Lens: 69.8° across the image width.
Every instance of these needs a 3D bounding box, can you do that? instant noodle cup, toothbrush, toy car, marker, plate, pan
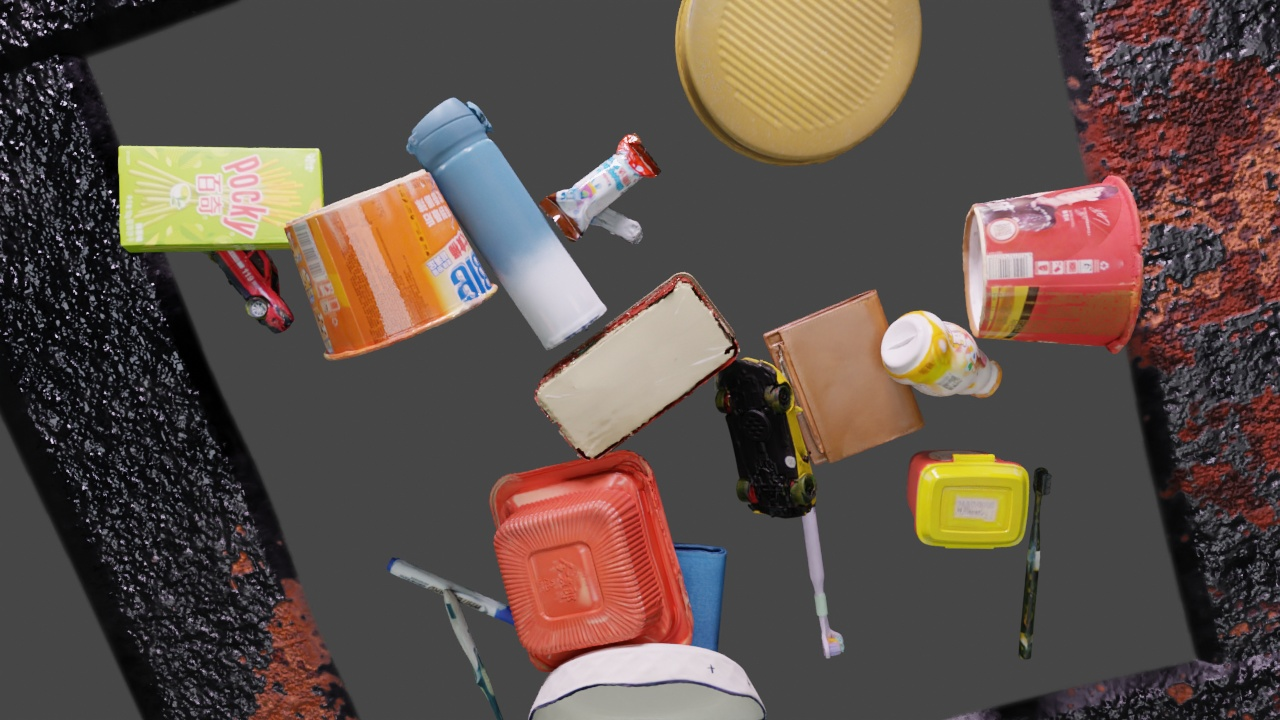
[{"bbox_3d":[-0.052,0.181,0.802,0.165,0.079,0.188,-17,87,17],"label":"instant noodle cup"},{"bbox_3d":[0.360,0.188,0.839,0.012,0.017,0.186,-1,102,-5],"label":"toothbrush"},{"bbox_3d":[-0.156,0.300,0.878,0.018,0.016,0.192,-12,107,17],"label":"toothbrush"},{"bbox_3d":[-0.205,-0.080,0.738,0.151,0.151,0.111,-20,105,6],"label":"instant noodle cup"},{"bbox_3d":[0.322,-0.076,0.734,0.109,0.137,0.138,-1,101,11],"label":"instant noodle cup"},{"bbox_3d":[0.112,0.069,0.805,0.071,0.041,0.156,-6,106,40],"label":"toy car"},{"bbox_3d":[-0.171,0.221,0.870,0.146,0.017,0.017,24,101,-2],"label":"marker"},{"bbox_3d":[0.005,0.302,0.814,0.205,0.045,0.205,-1,142,-1],"label":"plate"},{"bbox_3d":[0.164,0.183,0.846,0.021,0.029,0.189,-3,103,41],"label":"toothbrush"},{"bbox_3d":[0.062,-0.305,0.741,0.357,0.078,0.198,34,98,-11],"label":"pan"},{"bbox_3d":[-0.342,-0.079,0.800,0.045,0.053,0.120,-34,94,-12],"label":"toy car"}]

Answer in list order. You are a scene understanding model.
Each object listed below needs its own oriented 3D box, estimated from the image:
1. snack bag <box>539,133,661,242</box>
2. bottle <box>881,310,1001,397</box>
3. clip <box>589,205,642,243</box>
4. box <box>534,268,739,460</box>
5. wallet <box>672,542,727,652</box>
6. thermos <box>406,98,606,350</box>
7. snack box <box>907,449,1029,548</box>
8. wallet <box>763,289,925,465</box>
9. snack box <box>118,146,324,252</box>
[{"bbox_3d":[-0.033,-0.147,0.778,0.105,0.026,0.045,-40,100,-7],"label":"snack bag"},{"bbox_3d":[0.257,0.000,0.775,0.108,0.063,0.063,20,103,-28],"label":"bottle"},{"bbox_3d":[-0.024,-0.120,0.794,0.057,0.028,0.024,31,96,6],"label":"clip"},{"bbox_3d":[-0.004,0.005,0.788,0.168,0.078,0.091,-36,98,8],"label":"box"},{"bbox_3d":[0.023,0.235,0.855,0.106,0.040,0.133,4,98,-1],"label":"wallet"},{"bbox_3d":[-0.113,-0.116,0.777,0.070,0.070,0.220,-32,98,8],"label":"thermos"},{"bbox_3d":[0.279,0.114,0.796,0.091,0.080,0.082,1,102,3],"label":"snack box"},{"bbox_3d":[0.179,0.018,0.806,0.108,0.031,0.132,-23,99,3],"label":"wallet"},{"bbox_3d":[-0.347,-0.135,0.767,0.156,0.026,0.085,-2,82,-15],"label":"snack box"}]
